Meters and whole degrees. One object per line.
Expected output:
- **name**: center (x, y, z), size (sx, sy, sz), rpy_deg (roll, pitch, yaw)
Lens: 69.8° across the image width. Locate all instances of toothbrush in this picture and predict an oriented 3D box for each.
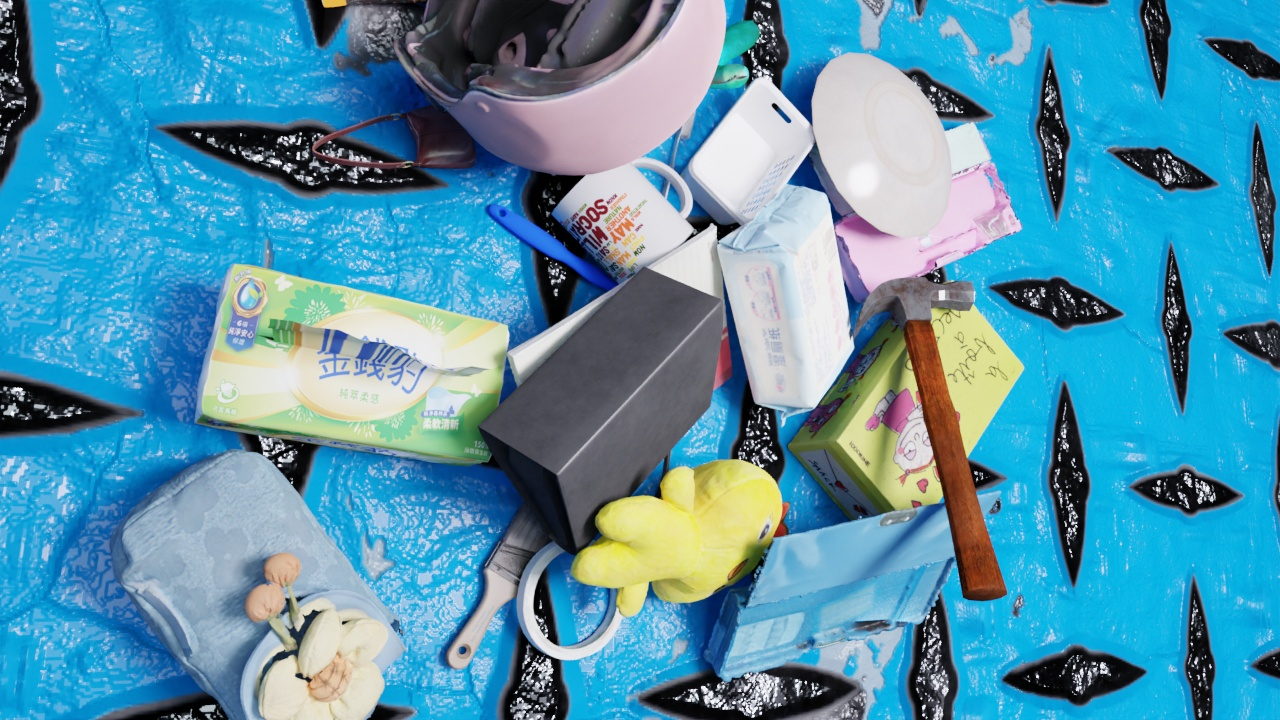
- **toothbrush**: center (0.025, -0.145, 0.811), size (0.010, 0.010, 0.181), rpy_deg (21, 73, -26)
- **toothbrush**: center (-0.048, -0.076, 0.764), size (0.182, 0.018, 0.016), rpy_deg (33, 69, -15)

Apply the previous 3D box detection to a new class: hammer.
- **hammer**: center (0.245, 0.050, 0.748), size (0.111, 0.028, 0.300), rpy_deg (1, 53, -2)

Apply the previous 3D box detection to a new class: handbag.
- **handbag**: center (-0.234, 0.151, 0.576), size (0.121, 0.119, 0.192), rpy_deg (-36, 104, -26)
- **handbag**: center (-0.190, -0.167, 0.703), size (0.119, 0.029, 0.055), rpy_deg (-13, 86, -22)
- **handbag**: center (-0.010, 0.065, 0.689), size (0.175, 0.072, 0.196), rpy_deg (-46, 145, -27)

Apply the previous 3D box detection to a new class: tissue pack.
- **tissue pack**: center (-0.183, 0.004, 0.610), size (0.197, 0.142, 0.120), rpy_deg (6, 79, -26)
- **tissue pack**: center (0.127, -0.045, 0.781), size (0.111, 0.070, 0.182), rpy_deg (-47, 130, -46)

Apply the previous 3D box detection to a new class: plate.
- **plate**: center (0.241, -0.210, 0.873), size (0.188, 0.027, 0.188), rpy_deg (10, 72, -31)

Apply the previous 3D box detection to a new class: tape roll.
- **tape roll**: center (-0.052, 0.184, 0.711), size (0.093, 0.013, 0.093), rpy_deg (3, 85, -35)

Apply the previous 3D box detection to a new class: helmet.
- **helmet**: center (-0.045, -0.240, 0.677), size (0.230, 0.255, 0.152), rpy_deg (-45, 141, -2)

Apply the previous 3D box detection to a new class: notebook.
- **notebook**: center (-0.004, 0.004, 0.722), size (0.208, 0.012, 0.153), rpy_deg (-35, 132, -29)

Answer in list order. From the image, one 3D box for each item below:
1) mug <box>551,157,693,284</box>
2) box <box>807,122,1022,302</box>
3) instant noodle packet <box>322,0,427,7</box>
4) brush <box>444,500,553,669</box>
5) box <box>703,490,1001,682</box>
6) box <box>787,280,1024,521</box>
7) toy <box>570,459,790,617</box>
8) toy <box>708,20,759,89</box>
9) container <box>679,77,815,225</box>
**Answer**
- **mug**: center (-0.005, -0.123, 0.751), size (0.089, 0.074, 0.105), rpy_deg (46, 65, -6)
- **box**: center (0.274, -0.168, 0.926), size (0.229, 0.035, 0.159), rpy_deg (-23, 90, -27)
- **instant noodle packet**: center (-0.160, -0.365, 0.741), size (0.220, 0.032, 0.160), rpy_deg (-12, 89, -27)
- **brush**: center (-0.102, 0.165, 0.698), size (0.039, 0.012, 0.151), rpy_deg (37, 67, -17)
- **box**: center (0.176, 0.177, 0.762), size (0.231, 0.033, 0.175), rpy_deg (-5, 129, -27)
- **box**: center (0.252, 0.042, 0.856), size (0.220, 0.081, 0.124), rpy_deg (-45, 102, -24)
- **toy**: center (0.035, 0.132, 0.707), size (0.092, 0.134, 0.207), rpy_deg (42, 25, 29)
- **toy**: center (0.027, -0.249, 0.800), size (0.131, 0.072, 0.192), rpy_deg (33, 59, 24)
- **container**: center (0.092, -0.182, 0.828), size (0.081, 0.050, 0.129), rpy_deg (42, 66, -15)
